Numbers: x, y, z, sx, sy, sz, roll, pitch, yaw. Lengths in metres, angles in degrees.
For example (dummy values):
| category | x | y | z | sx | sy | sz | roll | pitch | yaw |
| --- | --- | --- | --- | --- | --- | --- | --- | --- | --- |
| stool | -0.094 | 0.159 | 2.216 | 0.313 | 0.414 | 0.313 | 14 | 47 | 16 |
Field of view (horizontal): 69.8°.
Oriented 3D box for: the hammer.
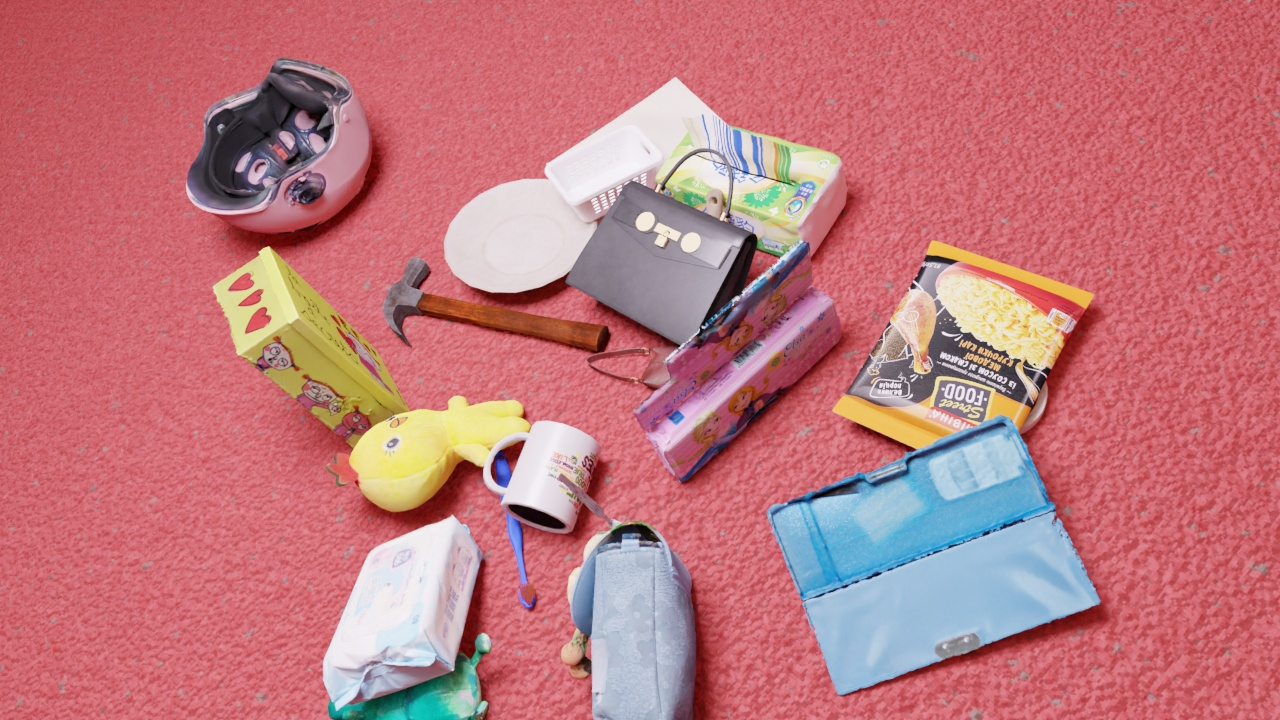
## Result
| category | x | y | z | sx | sy | sz | roll | pitch | yaw |
| --- | --- | --- | --- | --- | --- | --- | --- | --- | --- |
| hammer | -0.175 | -0.051 | 1.083 | 0.301 | 0.028 | 0.110 | 12 | 63 | 24 |

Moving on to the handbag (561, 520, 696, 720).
| category | x | y | z | sx | sy | sz | roll | pitch | yaw |
| --- | --- | --- | --- | --- | --- | --- | --- | --- | --- |
| handbag | -0.011 | 0.242 | 0.796 | 0.119 | 0.122 | 0.191 | -6 | 63 | 14 |

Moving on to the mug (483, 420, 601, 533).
| category | x | y | z | sx | sy | sz | roll | pitch | yaw |
| --- | --- | --- | --- | --- | --- | --- | --- | --- | --- |
| mug | -0.103 | 0.113 | 0.921 | 0.105 | 0.074 | 0.089 | 20 | 65 | -1 |

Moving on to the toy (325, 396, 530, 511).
| category | x | y | z | sx | sy | sz | roll | pitch | yaw |
| --- | --- | --- | --- | --- | --- | --- | --- | --- | --- |
| toy | -0.219 | 0.094 | 0.972 | 0.207 | 0.092 | 0.134 | -25 | 27 | -7 |

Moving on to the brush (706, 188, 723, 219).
| category | x | y | z | sx | sy | sz | roll | pitch | yaw |
| --- | --- | --- | --- | --- | --- | --- | --- | --- | --- |
| brush | 0.077 | -0.110 | 0.996 | 0.039 | 0.012 | 0.151 | 9 | 99 | 30 |

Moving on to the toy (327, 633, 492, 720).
| category | x | y | z | sx | sy | sz | roll | pitch | yaw |
| --- | --- | --- | --- | --- | --- | --- | --- | --- | --- |
| toy | -0.213 | 0.319 | 0.845 | 0.194 | 0.072 | 0.130 | -21 | 55 | 16 |

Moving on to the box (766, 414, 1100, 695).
| category | x | y | z | sx | sy | sz | roll | pitch | yaw |
| --- | --- | --- | --- | --- | --- | --- | --- | --- | --- |
| box | 0.244 | 0.167 | 0.793 | 0.232 | 0.033 | 0.174 | -23 | 71 | 11 |

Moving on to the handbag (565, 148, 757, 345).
| category | x | y | z | sx | sy | sz | roll | pitch | yaw |
| --- | --- | --- | --- | --- | --- | --- | --- | --- | --- |
| handbag | 0.041 | -0.132 | 0.984 | 0.176 | 0.072 | 0.196 | 30 | 100 | 31 |

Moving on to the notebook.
| category | x | y | z | sx | sy | sz | roll | pitch | yaw |
| --- | --- | --- | --- | --- | --- | --- | --- | --- | --- |
| notebook | 0.000 | -0.265 | 1.167 | 0.208 | 0.012 | 0.153 | -34 | 56 | -4 |

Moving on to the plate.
| category | x | y | z | sx | sy | sz | roll | pitch | yaw |
| --- | --- | --- | --- | --- | --- | --- | --- | --- | --- |
| plate | -0.145 | -0.148 | 1.122 | 0.189 | 0.027 | 0.188 | -5 | 54 | 6 |

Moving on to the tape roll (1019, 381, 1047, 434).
| category | x | y | z | sx | sy | sz | roll | pitch | yaw |
| --- | --- | --- | --- | --- | --- | --- | --- | --- | --- |
| tape roll | 0.336 | 0.031 | 0.872 | 0.093 | 0.013 | 0.092 | -8 | 58 | 13 |

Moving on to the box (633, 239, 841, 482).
| category | x | y | z | sx | sy | sz | roll | pitch | yaw |
| --- | --- | --- | --- | --- | --- | --- | --- | --- | --- |
| box | 0.096 | 0.003 | 0.879 | 0.230 | 0.159 | 0.035 | -41 | 54 | -9 |

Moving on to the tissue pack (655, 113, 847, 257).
| category | x | y | z | sx | sy | sz | roll | pitch | yaw |
| --- | --- | --- | --- | --- | --- | --- | --- | --- | --- |
| tissue pack | 0.116 | -0.210 | 1.014 | 0.198 | 0.141 | 0.120 | 18 | 66 | 27 |

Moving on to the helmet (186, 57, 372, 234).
| category | x | y | z | sx | sy | sz | roll | pitch | yaw |
| --- | --- | --- | --- | --- | --- | --- | --- | --- | --- |
| helmet | -0.476 | -0.270 | 1.241 | 0.230 | 0.152 | 0.255 | 29 | 73 | 27 |

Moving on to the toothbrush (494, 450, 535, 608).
| category | x | y | z | sx | sy | sz | roll | pitch | yaw |
| --- | --- | --- | --- | --- | --- | --- | --- | --- | --- |
| toothbrush | -0.130 | 0.167 | 0.938 | 0.016 | 0.018 | 0.182 | -7 | 54 | -15 |

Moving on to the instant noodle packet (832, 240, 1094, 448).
| category | x | y | z | sx | sy | sz | roll | pitch | yaw |
| --- | --- | --- | --- | --- | --- | --- | --- | --- | --- |
| instant noodle packet | 0.308 | -0.007 | 0.874 | 0.160 | 0.032 | 0.220 | 25 | 70 | 27 |

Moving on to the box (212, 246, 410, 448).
| category | x | y | z | sx | sy | sz | roll | pitch | yaw |
| --- | --- | --- | --- | --- | --- | --- | --- | --- | --- |
| box | -0.353 | -0.008 | 0.998 | 0.081 | 0.221 | 0.124 | -34 | 53 | -5 |

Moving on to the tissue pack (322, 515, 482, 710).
| category | x | y | z | sx | sy | sz | roll | pitch | yaw |
| --- | --- | --- | --- | --- | --- | --- | --- | --- | --- |
| tissue pack | -0.220 | 0.232 | 0.856 | 0.112 | 0.070 | 0.181 | -21 | 27 | 13 |

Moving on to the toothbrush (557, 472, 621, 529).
| category | x | y | z | sx | sy | sz | roll | pitch | yaw |
| --- | --- | --- | --- | --- | --- | --- | --- | --- | --- |
| toothbrush | -0.040 | 0.133 | 0.830 | 0.010 | 0.181 | 0.010 | 18 | 71 | 23 |

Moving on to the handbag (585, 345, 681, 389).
| category | x | y | z | sx | sy | sz | roll | pitch | yaw |
| --- | --- | --- | --- | --- | --- | --- | --- | --- | --- |
| handbag | -0.006 | 0.006 | 0.996 | 0.120 | 0.029 | 0.055 | 4 | 59 | 27 |

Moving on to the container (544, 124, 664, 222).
| category | x | y | z | sx | sy | sz | roll | pitch | yaw |
| --- | --- | --- | --- | --- | --- | --- | --- | --- | --- |
| container | -0.041 | -0.222 | 1.107 | 0.129 | 0.050 | 0.080 | -28 | 55 | -11 |
